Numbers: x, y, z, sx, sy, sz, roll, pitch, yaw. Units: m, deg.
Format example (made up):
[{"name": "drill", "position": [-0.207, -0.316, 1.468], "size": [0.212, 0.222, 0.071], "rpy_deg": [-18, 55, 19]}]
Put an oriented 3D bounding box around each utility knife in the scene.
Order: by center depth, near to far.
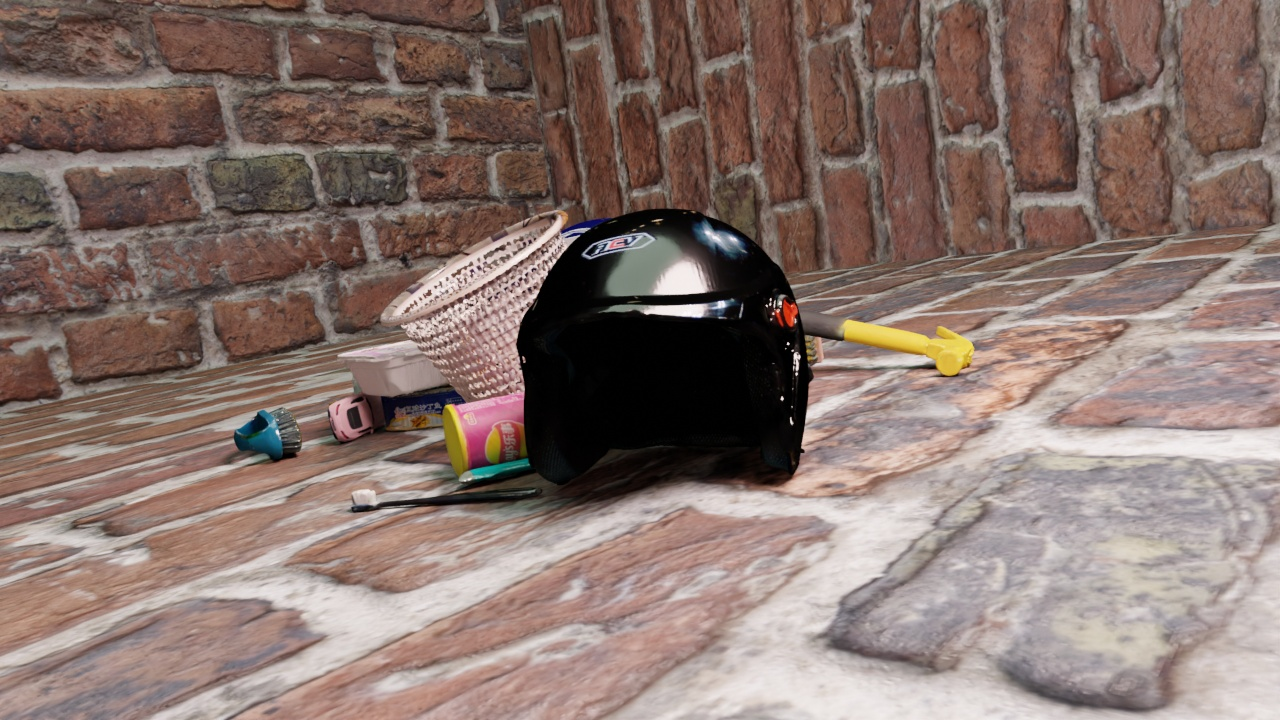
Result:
[{"name": "utility knife", "position": [-0.100, 0.098, 0.863], "size": [0.151, 0.013, 0.029], "rpy_deg": [-10, 10, -25]}]

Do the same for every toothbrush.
[{"name": "toothbrush", "position": [-0.170, 0.117, 0.790], "size": [0.181, 0.018, 0.015], "rpy_deg": [-5, 6, 15]}]

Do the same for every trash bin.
[{"name": "trash bin", "position": [-0.135, -0.027, 1.002], "size": [0.228, 0.192, 0.227], "rpy_deg": [-26, 20, 10]}]

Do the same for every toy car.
[{"name": "toy car", "position": [-0.365, 0.070, 1.196], "size": [0.037, 0.056, 0.122], "rpy_deg": [-10, 7, 14]}]

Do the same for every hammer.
[{"name": "hammer", "position": [0.247, -0.037, 1.108], "size": [0.301, 0.033, 0.128], "rpy_deg": [13, 16, 24]}]

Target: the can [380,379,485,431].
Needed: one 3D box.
[{"name": "can", "position": [-0.265, 0.057, 1.200], "size": [0.148, 0.049, 0.074], "rpy_deg": [-7, 8, 9]}]

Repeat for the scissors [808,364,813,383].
[{"name": "scissors", "position": [0.143, -0.028, 1.036], "size": [0.156, 0.169, 0.014], "rpy_deg": [25, 52, 4]}]

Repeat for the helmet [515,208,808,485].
[{"name": "helmet", "position": [0.020, -0.016, 0.766], "size": [0.234, 0.229, 0.275], "rpy_deg": [-6, -30, 17]}]

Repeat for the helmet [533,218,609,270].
[{"name": "helmet", "position": [-0.070, -0.111, 1.517], "size": [0.316, 0.240, 0.246], "rpy_deg": [-5, 7, 26]}]

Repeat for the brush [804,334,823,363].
[{"name": "brush", "position": [0.173, -0.021, 1.247], "size": [0.146, 0.063, 0.072], "rpy_deg": [-7, 12, 24]}]

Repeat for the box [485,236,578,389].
[{"name": "box", "position": [-0.113, -0.080, 1.297], "size": [0.179, 0.260, 0.105], "rpy_deg": [-1, -21, 43]}]

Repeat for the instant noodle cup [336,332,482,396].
[{"name": "instant noodle cup", "position": [-0.288, 0.004, 1.196], "size": [0.173, 0.060, 0.138], "rpy_deg": [-17, 11, -40]}]

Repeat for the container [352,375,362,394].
[{"name": "container", "position": [-0.349, 0.024, 1.311], "size": [0.090, 0.090, 0.111], "rpy_deg": [-7, -3, 14]}]

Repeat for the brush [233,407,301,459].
[{"name": "brush", "position": [-0.466, 0.092, 1.141], "size": [0.073, 0.055, 0.144], "rpy_deg": [-12, 9, -28]}]

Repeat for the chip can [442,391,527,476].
[{"name": "chip can", "position": [-0.084, 0.059, 0.910], "size": [0.210, 0.071, 0.071], "rpy_deg": [-11, 8, -22]}]
